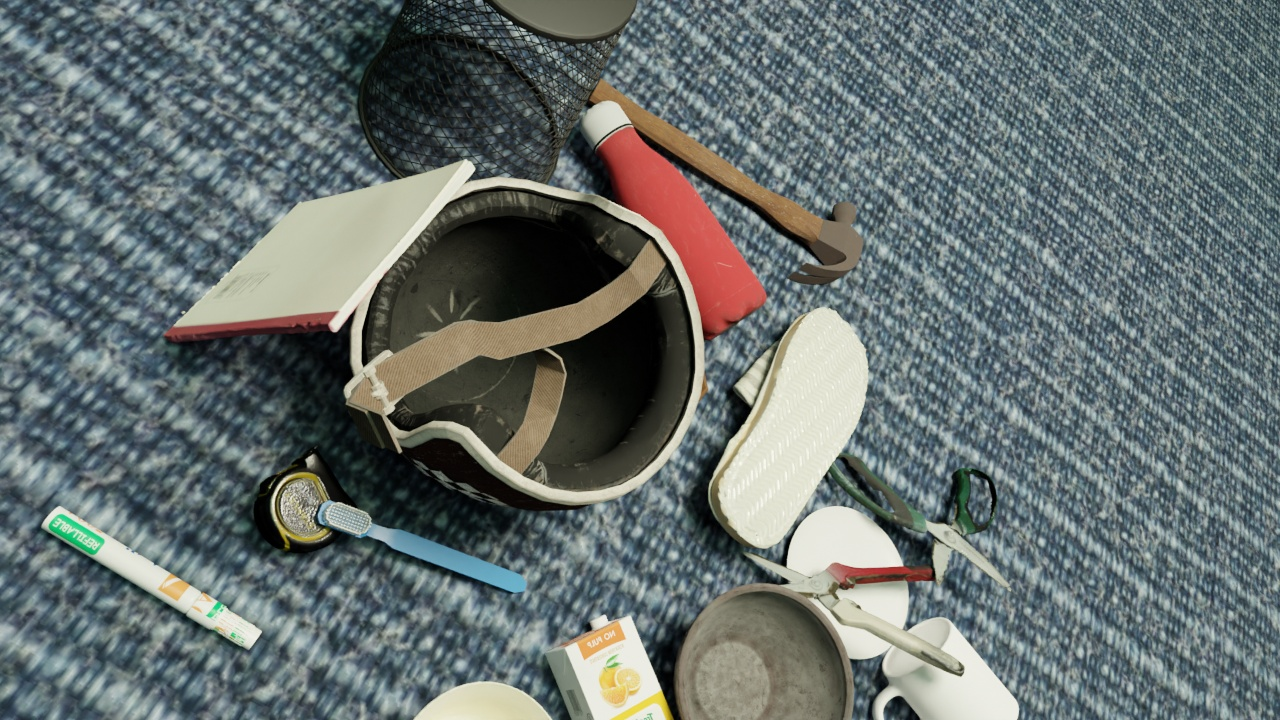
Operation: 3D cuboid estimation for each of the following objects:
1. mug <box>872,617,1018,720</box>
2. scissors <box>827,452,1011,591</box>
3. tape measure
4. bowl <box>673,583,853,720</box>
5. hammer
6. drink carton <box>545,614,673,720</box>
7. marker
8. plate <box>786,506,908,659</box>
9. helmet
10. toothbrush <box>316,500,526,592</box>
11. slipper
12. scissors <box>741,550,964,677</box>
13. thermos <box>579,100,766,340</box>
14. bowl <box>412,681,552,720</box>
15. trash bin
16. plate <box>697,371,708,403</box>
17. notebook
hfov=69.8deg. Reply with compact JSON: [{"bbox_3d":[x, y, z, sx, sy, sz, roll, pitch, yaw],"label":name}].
[{"bbox_3d":[0.254,0.294,0.793,0.110,0.074,0.090,-40,91,-9],"label":"mug"},{"bbox_3d":[0.281,0.134,0.886,0.201,0.015,0.204,41,37,14],"label":"scissors"},{"bbox_3d":[-0.231,0.100,0.626,0.061,0.034,0.062,-38,103,-41],"label":"tape measure"},{"bbox_3d":[0.084,0.249,0.709,0.144,0.067,0.144,7,69,-19],"label":"bowl"},{"bbox_3d":[0.090,-0.184,0.929,0.323,0.033,0.115,30,56,-14],"label":"hammer"},{"bbox_3d":[-0.018,0.253,0.674,0.058,0.040,0.122,-17,78,-33],"label":"drink carton"},{"bbox_3d":[-0.306,0.139,0.579,0.145,0.017,0.017,36,56,-10],"label":"marker"},{"bbox_3d":[0.185,0.199,0.825,0.134,0.011,0.134,11,64,-24],"label":"plate"},{"bbox_3d":[-0.080,-0.004,0.621,0.234,0.254,0.233,47,68,-34],"label":"helmet"},{"bbox_3d":[-0.149,0.135,0.650,0.166,0.014,0.016,29,62,-29],"label":"toothbrush"},{"bbox_3d":[0.134,0.057,0.833,0.114,0.054,0.271,42,51,-11],"label":"slipper"},{"bbox_3d":[0.188,0.203,0.770,0.198,0.015,0.179,-11,41,-36],"label":"scissors"},{"bbox_3d":[0.022,-0.134,0.844,0.073,0.073,0.240,-31,85,-35],"label":"thermos"},{"bbox_3d":[-0.113,0.273,0.599,0.115,0.063,0.115,11,64,-24],"label":"bowl"},{"bbox_3d":[-0.111,-0.252,0.737,0.184,0.211,0.183,11,64,-24],"label":"trash bin"},{"bbox_3d":[-0.005,0.005,0.797,0.131,0.025,0.131,11,64,-24],"label":"plate"},{"bbox_3d":[-0.220,-0.070,0.615,0.012,0.209,0.152,55,50,-33],"label":"notebook"}]
